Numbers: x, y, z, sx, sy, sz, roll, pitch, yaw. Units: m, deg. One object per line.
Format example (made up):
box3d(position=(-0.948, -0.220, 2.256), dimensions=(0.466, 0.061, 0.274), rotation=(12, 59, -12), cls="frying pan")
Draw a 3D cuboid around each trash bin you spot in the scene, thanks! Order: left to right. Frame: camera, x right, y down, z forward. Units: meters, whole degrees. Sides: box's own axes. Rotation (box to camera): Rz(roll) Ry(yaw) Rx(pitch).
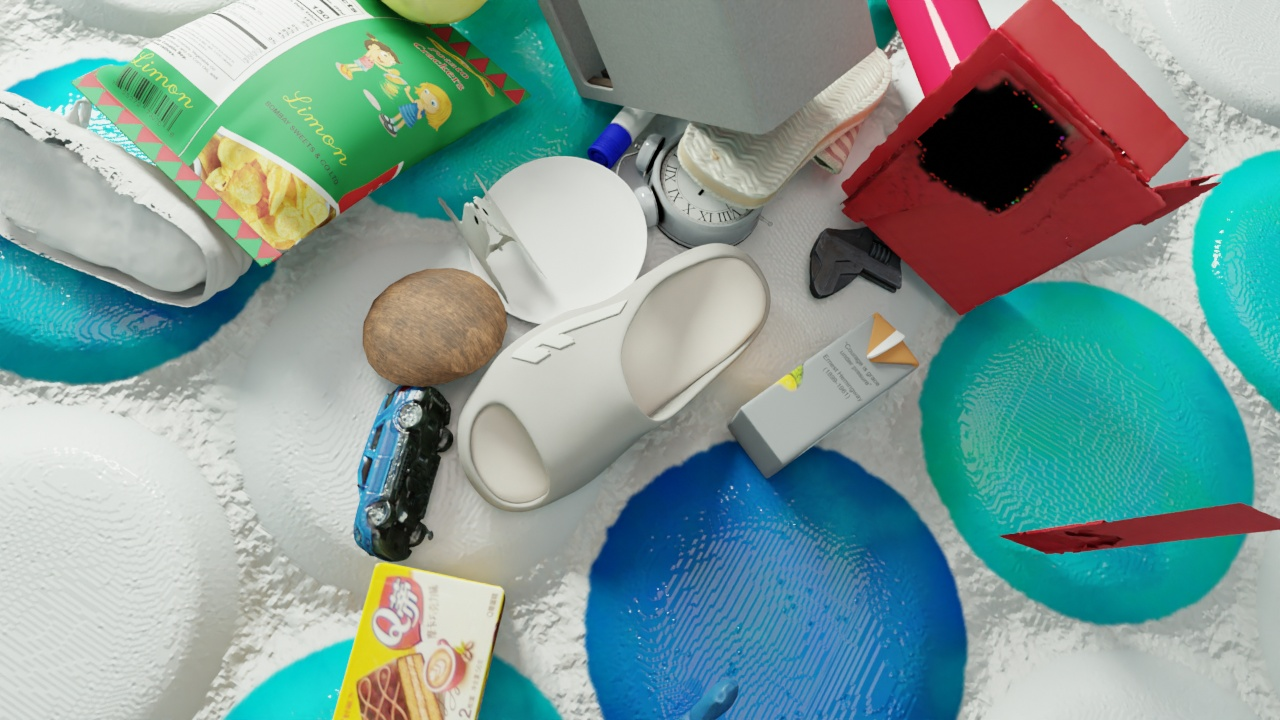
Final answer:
box3d(position=(0.034, -0.256, 0.650), dimensions=(0.114, 0.114, 0.229), rotation=(-40, 39, -17), cls="trash bin")

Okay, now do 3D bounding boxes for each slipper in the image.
box3d(position=(-0.386, -0.120, 0.644), dimensions=(0.247, 0.074, 0.112), rotation=(27, 101, 5), cls="slipper")
box3d(position=(-0.004, 0.004, 0.632), dimensions=(0.265, 0.081, 0.113), rotation=(-34, 100, -19), cls="slipper")
box3d(position=(0.115, -0.189, 0.715), dimensions=(0.115, 0.052, 0.262), rotation=(39, 52, 6), cls="slipper")

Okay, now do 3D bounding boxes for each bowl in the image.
box3d(position=(-0.147, -0.032, 0.641), dimensions=(0.102, 0.026, 0.114), rotation=(-16, 48, -9), cls="bowl")

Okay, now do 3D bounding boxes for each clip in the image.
box3d(position=(-0.113, -0.094, 0.672), dimensions=(0.052, 0.058, 0.102), rotation=(-18, 69, -52), cls="clip")

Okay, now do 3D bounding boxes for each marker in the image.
box3d(position=(0.004, -0.207, 0.743), dimensions=(0.023, 0.027, 0.133), rotation=(34, 69, 5), cls="marker")

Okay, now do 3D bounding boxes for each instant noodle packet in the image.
box3d(position=(-0.237, -0.199, 0.674), dimensions=(0.195, 0.090, 0.252), rotation=(42, 60, 9), cls="instant noodle packet")

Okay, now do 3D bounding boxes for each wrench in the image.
box3d(position=(0.235, -0.132, 0.747), dimensions=(0.272, 0.022, 0.073), rotation=(-41, 86, -16), cls="wrench")

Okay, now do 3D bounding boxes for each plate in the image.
box3d(position=(-0.062, -0.090, 0.694), dimensions=(0.134, 0.011, 0.134), rotation=(-1, 76, 3), cls="plate")

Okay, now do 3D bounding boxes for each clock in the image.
box3d(position=(0.042, -0.137, 0.719), dimensions=(0.122, 0.035, 0.094), rotation=(7, 70, -5), cls="clock")

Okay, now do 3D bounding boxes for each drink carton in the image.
box3d(position=(0.130, 0.025, 0.656), dimensions=(0.124, 0.076, 0.048), rotation=(-34, 78, -12), cls="drink carton")

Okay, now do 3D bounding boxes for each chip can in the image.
box3d(position=(0.258, -0.238, 0.743), dimensions=(0.069, 0.069, 0.220), rotation=(-6, 64, -9), cls="chip can")

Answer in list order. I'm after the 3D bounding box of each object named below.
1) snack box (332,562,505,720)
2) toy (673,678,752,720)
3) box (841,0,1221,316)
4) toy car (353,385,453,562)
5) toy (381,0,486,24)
box3d(position=(-0.135, 0.187, 0.574), dimensions=(0.083, 0.061, 0.105), rotation=(12, 70, -3), cls="snack box")
box3d(position=(-0.004, 0.261, 0.564), dimensions=(0.176, 0.071, 0.113), rotation=(-40, 78, -7), cls="toy")
box3d(position=(0.273, -0.147, 0.638), dimensions=(0.165, 0.214, 0.153), rotation=(44, 71, 1), cls="box")
box3d(position=(-0.161, 0.074, 0.616), dimensions=(0.044, 0.056, 0.120), rotation=(1, 64, 17), cls="toy car")
box3d(position=(-0.155, -0.322, 0.704), dimensions=(0.134, 0.092, 0.207), rotation=(-2, 41, 3), cls="toy")
